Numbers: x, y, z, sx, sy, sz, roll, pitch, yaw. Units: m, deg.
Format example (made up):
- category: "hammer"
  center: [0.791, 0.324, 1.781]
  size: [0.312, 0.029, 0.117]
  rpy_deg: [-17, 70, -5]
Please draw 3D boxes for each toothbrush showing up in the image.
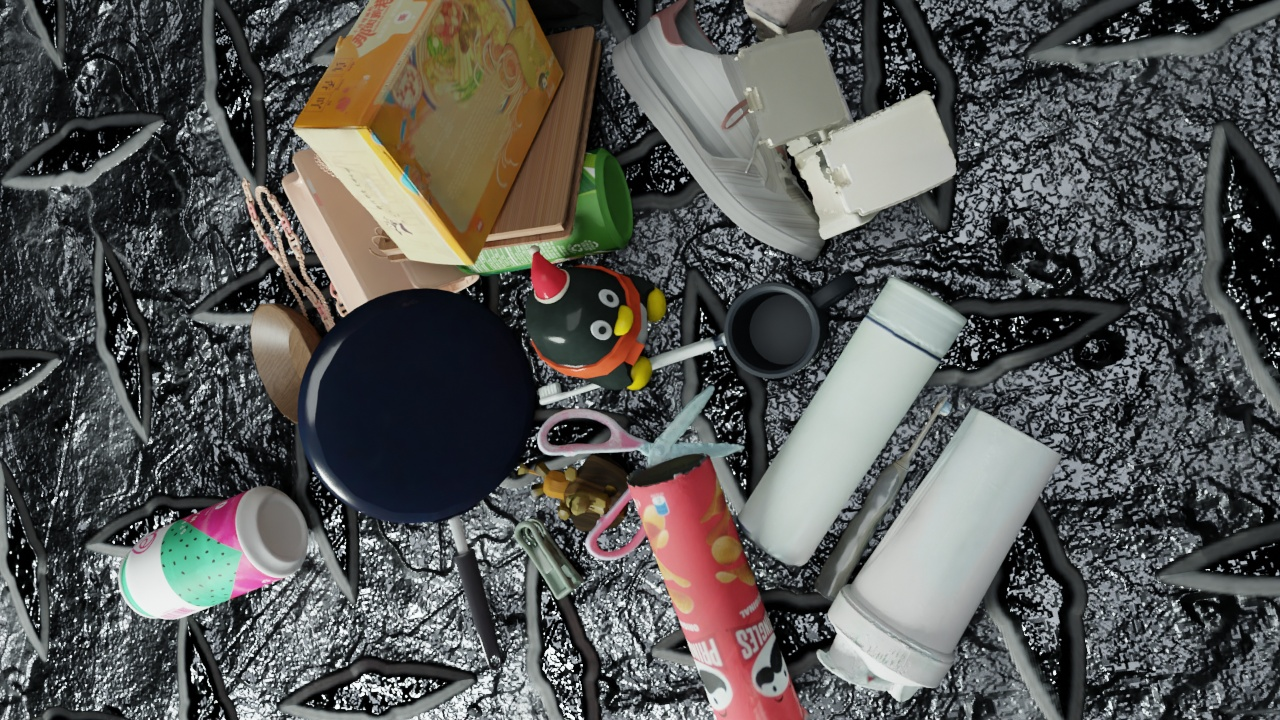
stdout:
- category: "toothbrush"
  center: [-0.005, 0.005, 0.783]
  size: [0.187, 0.012, 0.017]
  rpy_deg: [-18, 84, 17]
- category: "toothbrush"
  center: [0.192, 0.108, 0.725]
  size: [0.024, 0.022, 0.186]
  rpy_deg: [30, 99, 11]

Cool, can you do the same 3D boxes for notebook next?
- category: "notebook"
  center: [-0.124, -0.178, 0.747]
  size: [0.169, 0.022, 0.210]
  rpy_deg: [-5, 59, 19]

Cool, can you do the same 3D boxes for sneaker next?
- category: "sneaker"
  center: [0.078, -0.186, 0.705]
  size: [0.090, 0.099, 0.236]
  rpy_deg: [-44, 78, 28]

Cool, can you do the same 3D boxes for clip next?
- category: "clip"
  center: [-0.082, 0.172, 0.806]
  size: [0.023, 0.047, 0.076]
  rpy_deg: [-40, 77, 13]

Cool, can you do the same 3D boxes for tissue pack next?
- category: "tissue pack"
  center: [0.152, -0.316, 0.674]
  size: [0.071, 0.103, 0.181]
  rpy_deg: [39, 101, 9]

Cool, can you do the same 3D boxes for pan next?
- category: "pan"
  center: [-0.164, 0.114, 0.785]
  size: [0.198, 0.021, 0.357]
  rpy_deg: [-19, 107, -24]

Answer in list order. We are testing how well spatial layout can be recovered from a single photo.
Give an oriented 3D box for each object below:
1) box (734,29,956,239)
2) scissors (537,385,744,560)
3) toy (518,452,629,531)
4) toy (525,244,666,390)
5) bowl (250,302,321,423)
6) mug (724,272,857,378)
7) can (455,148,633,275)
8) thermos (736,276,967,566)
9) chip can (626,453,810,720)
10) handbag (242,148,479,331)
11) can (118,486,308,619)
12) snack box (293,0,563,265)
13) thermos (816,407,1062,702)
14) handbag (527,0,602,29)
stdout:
- category: "box"
  center: [0.142, -0.161, 0.620]
  size: [0.101, 0.193, 0.143]
  rpy_deg: [-20, 99, 30]
- category: "scissors"
  center: [-0.007, 0.071, 0.750]
  size: [0.158, 0.014, 0.172]
  rpy_deg: [41, 80, -1]
- category: "toy"
  center: [-0.056, 0.107, 0.776]
  size: [0.100, 0.062, 0.076]
  rpy_deg: [15, 115, 7]
- category: "toy"
  center: [-0.046, -0.034, 0.738]
  size: [0.100, 0.119, 0.097]
  rpy_deg: [8, 79, 27]
- category: "bowl"
  center: [-0.319, 0.000, 0.852]
  size: [0.118, 0.030, 0.118]
  rpy_deg: [19, 119, 38]
- category: "mug"
  center: [0.121, -0.033, 0.708]
  size: [0.105, 0.077, 0.071]
  rpy_deg: [-35, 83, 15]
- category: "can"
  center: [-0.086, -0.121, 0.764]
  size: [0.144, 0.083, 0.083]
  rpy_deg: [-9, 90, 17]
- category: "thermos"
  center: [0.160, 0.048, 0.707]
  size: [0.068, 0.067, 0.230]
  rpy_deg: [33, 102, 13]
- category: "chip can"
  center: [0.061, 0.188, 0.719]
  size: [0.073, 0.073, 0.233]
  rpy_deg: [-18, 97, 17]
- category: "handbag"
  center: [-0.255, -0.112, 0.840]
  size: [0.188, 0.116, 0.198]
  rpy_deg: [-30, 88, 53]
- category: "can"
  center: [-0.404, 0.185, 0.871]
  size: [0.166, 0.088, 0.088]
  rpy_deg: [-23, 86, 16]
- category: "snack box"
  center: [-0.147, -0.191, 0.660]
  size: [0.081, 0.145, 0.194]
  rpy_deg: [8, 63, 25]
- category: "thermos"
  center: [0.224, 0.147, 0.682]
  size: [0.099, 0.099, 0.220]
  rpy_deg: [32, 97, 13]
- category: "handbag"
  center: [-0.094, -0.372, 0.695]
  size: [0.072, 0.195, 0.176]
  rpy_deg: [1, 93, 16]
